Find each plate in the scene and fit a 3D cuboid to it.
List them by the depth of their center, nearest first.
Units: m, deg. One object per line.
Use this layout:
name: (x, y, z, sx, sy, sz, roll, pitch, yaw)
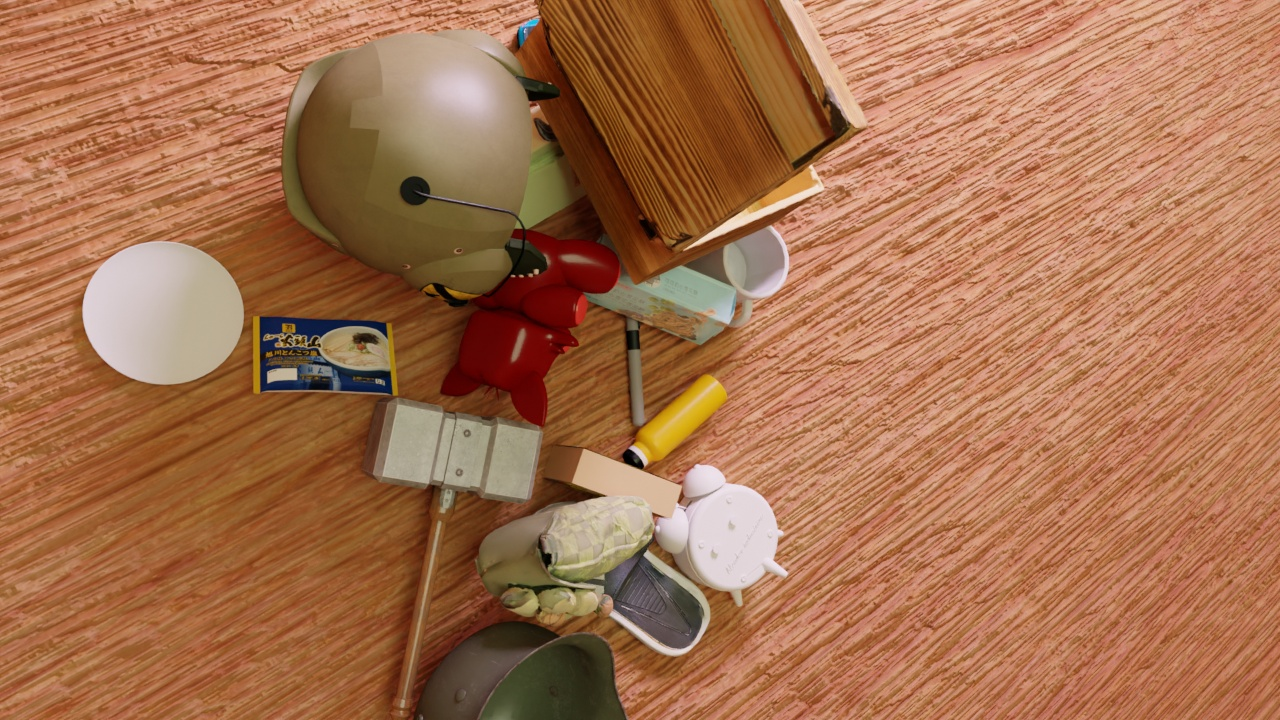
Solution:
plate: (-0.448, -0.045, 0.867, 0.134, 0.011, 0.134, 1, 87, -26)

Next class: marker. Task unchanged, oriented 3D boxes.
marker: (-0.006, 0.006, 1.081, 0.016, 0.016, 0.140, -3, 89, -26)

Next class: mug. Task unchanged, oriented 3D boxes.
mug: (0.115, -0.100, 1.104, 0.091, 0.090, 0.121, 3, 86, -26)

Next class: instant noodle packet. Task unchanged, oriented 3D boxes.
instant noodle packet: (-0.312, -0.004, 0.912, 0.134, 0.026, 0.087, 2, 58, -26)

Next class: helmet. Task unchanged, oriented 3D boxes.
helmet: (-0.205, -0.182, 0.846, 0.232, 0.256, 0.250, 7, 83, -29)
helmet: (-0.135, 0.360, 0.913, 0.226, 0.154, 0.268, 8, 108, -46)

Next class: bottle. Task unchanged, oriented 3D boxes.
bottle: (0.039, 0.076, 1.085, 0.143, 0.043, 0.043, -40, 105, -22)

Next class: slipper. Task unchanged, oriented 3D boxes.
slipper: (-0.018, 0.248, 1.041, 0.264, 0.063, 0.111, 41, 71, -21)

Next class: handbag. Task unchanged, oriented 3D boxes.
handbag: (-0.063, 0.203, 0.918, 0.186, 0.113, 0.117, -5, 77, -46)

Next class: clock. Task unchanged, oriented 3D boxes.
clock: (0.102, 0.208, 1.093, 0.161, 0.073, 0.125, 41, 71, -19)

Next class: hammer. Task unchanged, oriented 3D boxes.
hammer: (-0.214, 0.208, 0.933, 0.162, 0.083, 0.317, 13, 83, -25)

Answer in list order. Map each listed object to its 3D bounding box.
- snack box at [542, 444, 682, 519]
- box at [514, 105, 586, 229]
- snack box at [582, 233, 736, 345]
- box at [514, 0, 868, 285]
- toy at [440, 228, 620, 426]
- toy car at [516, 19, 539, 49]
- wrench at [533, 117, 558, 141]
snack box: (-0.032, 0.135, 1.022, 0.125, 0.088, 0.040, 24, 77, -23)
box: (-0.119, -0.223, 1.029, 0.187, 0.082, 0.098, -34, 146, -26)
snack box: (0.016, -0.079, 1.045, 0.174, 0.075, 0.053, 20, 65, -16)
box: (0.068, -0.271, 0.864, 0.285, 0.337, 0.279, -28, 90, -33)
toy: (-0.120, -0.041, 0.954, 0.120, 0.158, 0.197, 25, 81, -56)
toy car: (-0.089, -0.365, 1.048, 0.105, 0.032, 0.048, -6, 90, -28)
wrench: (-0.025, -0.194, 1.043, 0.273, 0.010, 0.070, 45, 74, -34)
